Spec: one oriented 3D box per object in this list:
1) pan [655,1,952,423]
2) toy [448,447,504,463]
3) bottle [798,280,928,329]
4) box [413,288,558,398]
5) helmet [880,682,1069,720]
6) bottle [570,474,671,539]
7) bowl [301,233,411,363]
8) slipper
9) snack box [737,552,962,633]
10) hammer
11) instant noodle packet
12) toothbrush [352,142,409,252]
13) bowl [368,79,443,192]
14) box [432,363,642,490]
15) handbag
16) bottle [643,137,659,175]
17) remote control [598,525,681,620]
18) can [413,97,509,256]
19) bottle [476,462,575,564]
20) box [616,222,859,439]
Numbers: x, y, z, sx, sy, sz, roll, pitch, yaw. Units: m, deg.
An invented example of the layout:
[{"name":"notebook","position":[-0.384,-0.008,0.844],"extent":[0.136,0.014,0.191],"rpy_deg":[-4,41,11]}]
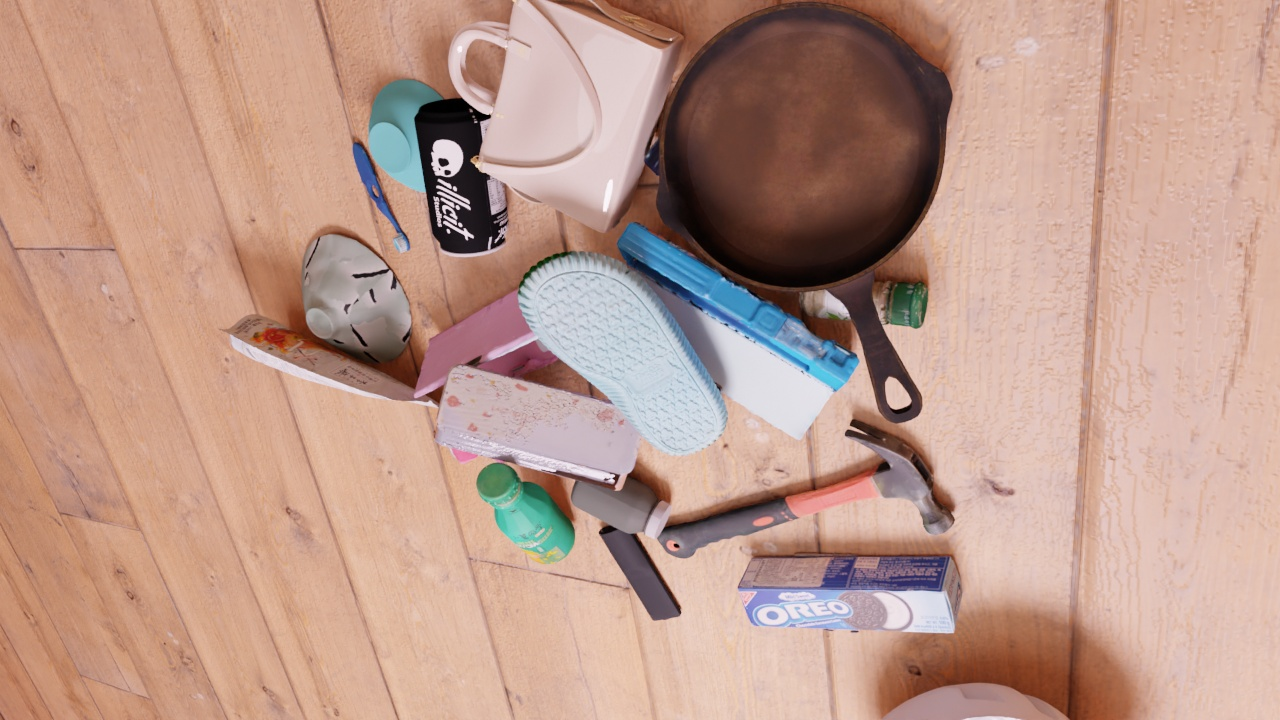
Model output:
[{"name":"pan","position":[0.157,-0.114,0.768],"extent":[0.249,0.043,0.356],"rpy_deg":[-22,97,18]},{"name":"toy","position":[-0.208,0.089,1.124],"extent":[0.065,0.050,0.102],"rpy_deg":[-7,144,10]},{"name":"bottle","position":[0.200,-0.054,0.826],"extent":[0.110,0.042,0.043],"rpy_deg":[8,119,26]},{"name":"box","position":[-0.158,-0.017,0.999],"extent":[0.233,0.098,0.099],"rpy_deg":[-22,97,36]},{"name":"helmet","position":[0.342,0.436,0.931],"extent":[0.224,0.183,0.283],"rpy_deg":[37,134,-1]},{"name":"bottle","position":[-0.022,0.162,1.054],"extent":[0.108,0.060,0.060],"rpy_deg":[24,125,15]},{"name":"bowl","position":[-0.368,-0.060,1.114],"extent":[0.174,0.067,0.174],"rpy_deg":[14,124,21]},{"name":"slipper","position":[-0.008,-0.010,0.886],"extent":[0.116,0.069,0.276],"rpy_deg":[-30,124,16]},{"name":"snack box","position":[0.219,0.246,0.973],"extent":[0.227,0.059,0.059],"rpy_deg":[-7,116,31]},{"name":"hammer","position":[0.151,0.161,0.980],"extent":[0.334,0.033,0.133],"rpy_deg":[-26,104,37]},{"name":"instant noodle packet","position":[-0.373,0.009,1.126],"extent":[0.269,0.146,0.057],"rpy_deg":[18,89,19]},{"name":"toothbrush","position":[-0.295,-0.183,1.038],"extent":[0.021,0.016,0.132],"rpy_deg":[-12,110,30]},{"name":"bowl","position":[-0.250,-0.230,0.968],"extent":[0.121,0.046,0.121],"rpy_deg":[13,122,22]},{"name":"box","position":[-0.112,0.075,1.001],"extent":[0.216,0.108,0.094],"rpy_deg":[15,82,-9]},{"name":"handbag","position":[-0.084,-0.238,0.828],"extent":[0.198,0.101,0.195],"rpy_deg":[24,122,6]},{"name":"bottle","position":[0.073,-0.144,0.835],"extent":[0.161,0.056,0.056],"rpy_deg":[42,128,2]},{"name":"remote control","position":[-0.002,0.262,1.123],"extent":[0.046,0.021,0.140],"rpy_deg":[-21,106,37]},{"name":"can","position":[-0.180,-0.186,0.933],"extent":[0.080,0.080,0.146],"rpy_deg":[10,120,23]},{"name":"bottle","position":[-0.132,0.174,1.051],"extent":[0.068,0.068,0.210],"rpy_deg":[16,157,20]},{"name":"box","position":[0.087,-0.033,0.898],"extent":[0.243,0.063,0.175],"rpy_deg":[32,156,9]}]
